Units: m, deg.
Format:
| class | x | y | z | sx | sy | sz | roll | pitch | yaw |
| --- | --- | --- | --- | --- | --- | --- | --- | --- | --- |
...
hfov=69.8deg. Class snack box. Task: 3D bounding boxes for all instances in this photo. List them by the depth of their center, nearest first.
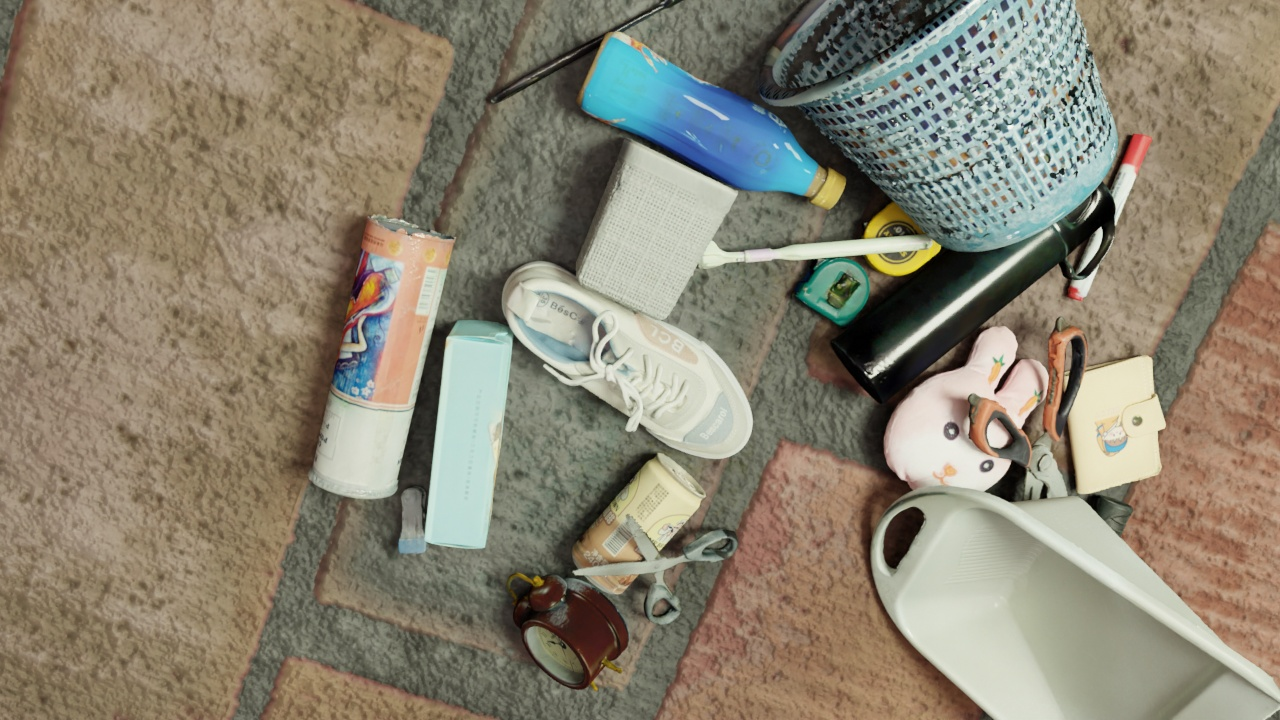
| class | x | y | z | sx | sy | sz | roll | pitch | yaw |
| --- | --- | --- | --- | --- | --- | --- | --- | --- | --- |
| snack box | -0.138 | 0.058 | 0.744 | 0.051 | 0.074 | 0.175 | 8 | 101 | -6 |

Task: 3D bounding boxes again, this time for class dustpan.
| class | x | y | z | sx | sy | sz | roll | pitch | yaw |
| --- | --- | --- | --- | --- | --- | --- | --- | --- | --- |
| dustpan | 0.309 | 0.222 | 0.743 | 0.142 | 0.257 | 0.223 | -4 | 134 | -17 |

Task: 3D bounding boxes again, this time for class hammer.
| class | x | y | z | sx | sy | sz | roll | pitch | yaw |
| --- | --- | --- | --- | --- | --- | --- | --- | --- | --- |
| hammer | 0.389 | 0.269 | 0.859 | 0.128 | 0.033 | 0.301 | 15 | 101 | -9 |

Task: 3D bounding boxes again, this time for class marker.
| class | x | y | z | sx | sy | sz | roll | pitch | yaw |
| --- | --- | --- | --- | --- | --- | --- | --- | --- | --- |
| marker | 0.399 | -0.121 | 0.783 | 0.017 | 0.017 | 0.145 | 17 | 100 | -9 |

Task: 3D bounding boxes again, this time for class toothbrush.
| class | x | y | z | sx | sy | sz | roll | pitch | yaw |
| --- | --- | --- | --- | --- | --- | --- | --- | --- | --- |
| toothbrush | -0.040 | -0.249 | 0.716 | 0.181 | 0.015 | 0.018 | -31 | 97 | 1 |
| toothbrush | 0.141 | -0.091 | 0.748 | 0.189 | 0.020 | 0.029 | -3 | 134 | 6 |

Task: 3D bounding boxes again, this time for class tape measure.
| class | x | y | z | sx | sy | sz | roll | pitch | yaw |
| --- | --- | --- | --- | --- | --- | --- | --- | --- | --- |
| tape measure | 0.213 | -0.099 | 0.764 | 0.057 | 0.029 | 0.060 | -40 | 88 | 7 |
| tape measure | 0.164 | -0.060 | 0.771 | 0.058 | 0.025 | 0.054 | 31 | 99 | -11 |

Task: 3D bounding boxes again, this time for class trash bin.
| class | x | y | z | sx | sy | sz | roll | pitch | yaw |
| --- | --- | --- | --- | --- | --- | --- | --- | --- | --- |
| trash bin | 0.231 | -0.195 | 0.667 | 0.226 | 0.226 | 0.195 | -42 | 115 | 4 |

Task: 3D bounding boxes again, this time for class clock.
| class | x | y | z | sx | sy | sz | roll | pitch | yaw |
| --- | --- | --- | --- | --- | --- | --- | --- | --- | --- |
| clock | -0.066 | 0.224 | 0.781 | 0.122 | 0.055 | 0.082 | 44 | 139 | 6 |

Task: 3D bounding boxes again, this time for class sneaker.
| class | x | y | z | sx | sy | sz | roll | pitch | yaw |
| --- | --- | --- | --- | --- | --- | --- | --- | --- | --- |
| sneaker | -0.004 | 0.004 | 0.736 | 0.242 | 0.090 | 0.089 | 34 | 98 | -12 |

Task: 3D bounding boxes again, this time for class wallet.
| class | x | y | z | sx | sy | sz | roll | pitch | yaw |
| --- | --- | --- | --- | --- | --- | --- | --- | --- | --- |
| wallet | 0.426 | 0.057 | 0.822 | 0.087 | 0.024 | 0.115 | -15 | 102 | -3 |

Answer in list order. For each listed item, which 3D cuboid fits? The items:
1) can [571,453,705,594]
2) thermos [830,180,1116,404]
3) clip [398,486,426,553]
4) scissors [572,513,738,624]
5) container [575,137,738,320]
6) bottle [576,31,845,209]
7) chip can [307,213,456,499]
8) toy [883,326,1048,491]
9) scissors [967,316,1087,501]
| class | x | y | z | sx | sy | sz | roll | pitch | yaw |
| --- | --- | --- | --- | --- | --- | --- | --- | --- | --- |
| can | -0.002 | 0.139 | 0.782 | 0.058 | 0.058 | 0.116 | 39 | 96 | -12 |
| thermos | 0.281 | -0.055 | 0.758 | 0.242 | 0.068 | 0.090 | -38 | 97 | 4 |
| clip | -0.194 | 0.135 | 0.784 | 0.027 | 0.043 | 0.058 | 4 | 94 | -3 |
| scissors | 0.015 | 0.173 | 0.772 | 0.180 | 0.014 | 0.160 | -11 | 129 | -31 |
| container | 0.006 | -0.101 | 0.716 | 0.090 | 0.090 | 0.114 | 24 | 102 | -10 |
| bottle | 0.059 | -0.177 | 0.715 | 0.218 | 0.065 | 0.065 | 25 | 99 | -10 |
| chip can | -0.204 | -0.003 | 0.726 | 0.071 | 0.071 | 0.215 | 15 | 100 | -8 |
| toy | 0.283 | 0.048 | 0.792 | 0.121 | 0.054 | 0.159 | 38 | 90 | -19 |
| scissors | 0.340 | 0.069 | 0.786 | 0.227 | 0.015 | 0.189 | 30 | 91 | -35 |
